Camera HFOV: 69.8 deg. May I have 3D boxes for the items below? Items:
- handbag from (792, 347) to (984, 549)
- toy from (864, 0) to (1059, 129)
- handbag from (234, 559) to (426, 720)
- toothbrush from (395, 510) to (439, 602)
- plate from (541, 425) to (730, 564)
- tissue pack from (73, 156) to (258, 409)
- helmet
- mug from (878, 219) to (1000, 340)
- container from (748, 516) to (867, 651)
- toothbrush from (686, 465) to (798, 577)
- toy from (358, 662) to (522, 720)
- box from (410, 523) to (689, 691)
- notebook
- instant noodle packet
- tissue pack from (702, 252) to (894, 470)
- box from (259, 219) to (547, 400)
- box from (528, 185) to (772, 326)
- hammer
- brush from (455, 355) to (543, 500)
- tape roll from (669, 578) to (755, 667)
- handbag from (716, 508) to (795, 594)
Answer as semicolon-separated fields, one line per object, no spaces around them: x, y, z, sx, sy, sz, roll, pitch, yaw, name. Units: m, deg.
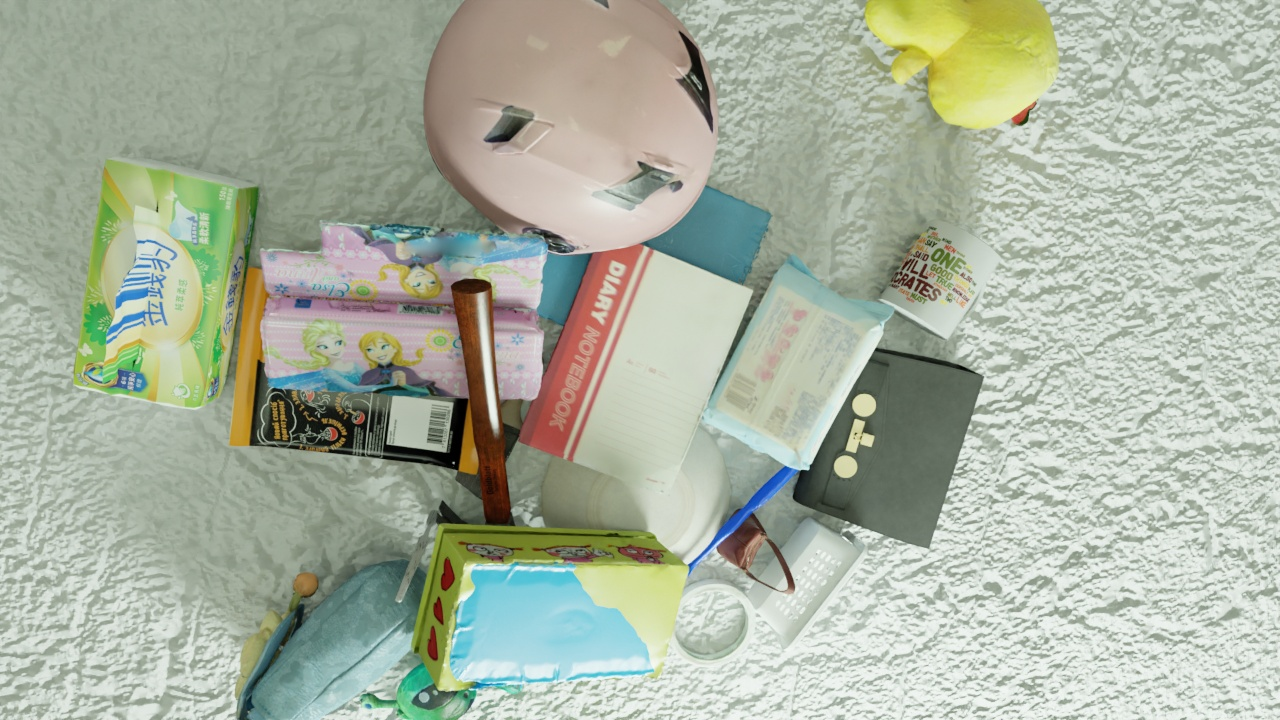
0.207;0.069;0.908;0.196;0.072;0.176;15;99;-1;handbag
0.294;-0.287;0.825;0.207;0.092;0.134;25;93;-11;toy
-0.281;0.249;0.830;0.192;0.122;0.118;-43;84;1;handbag
-0.192;0.169;0.792;0.010;0.181;0.010;13;102;-6;toothbrush
-0.002;0.138;0.895;0.188;0.027;0.189;-2;102;-9;plate
-0.388;-0.058;0.734;0.120;0.141;0.198;6;100;-10;tissue pack
-0.044;-0.209;0.743;0.255;0.153;0.229;30;81;-12;helmet
0.294;-0.072;0.883;0.105;0.073;0.089;28;96;-39;mug
0.160;0.215;0.912;0.049;0.080;0.129;38;91;-2;container
0.093;0.155;0.897;0.182;0.016;0.018;-45;122;5;toothbrush
-0.167;0.293;0.881;0.193;0.072;0.131;-33;140;-2;toy
-0.078;0.215;0.808;0.220;0.081;0.124;7;101;-29;box
-0.005;0.005;0.837;0.153;0.012;0.209;21;96;-9;notebook
-0.247;0.012;0.827;0.220;0.032;0.160;8;98;-11;instant noodle packet
0.146;0.004;0.858;0.112;0.070;0.182;29;96;17;tissue pack
-0.193;-0.039;0.759;0.230;0.035;0.160;3;127;-10;box
-0.007;-0.099;0.845;0.231;0.033;0.174;20;97;-12;box
-0.133;0.064;0.799;0.111;0.028;0.301;1;125;2;hammer
-0.129;0.060;0.867;0.039;0.012;0.151;26;96;-13;brush
0.072;0.270;0.942;0.093;0.013;0.093;-2;101;-8;tape roll
0.115;0.189;0.877;0.029;0.119;0.055;25;96;-26;handbag
